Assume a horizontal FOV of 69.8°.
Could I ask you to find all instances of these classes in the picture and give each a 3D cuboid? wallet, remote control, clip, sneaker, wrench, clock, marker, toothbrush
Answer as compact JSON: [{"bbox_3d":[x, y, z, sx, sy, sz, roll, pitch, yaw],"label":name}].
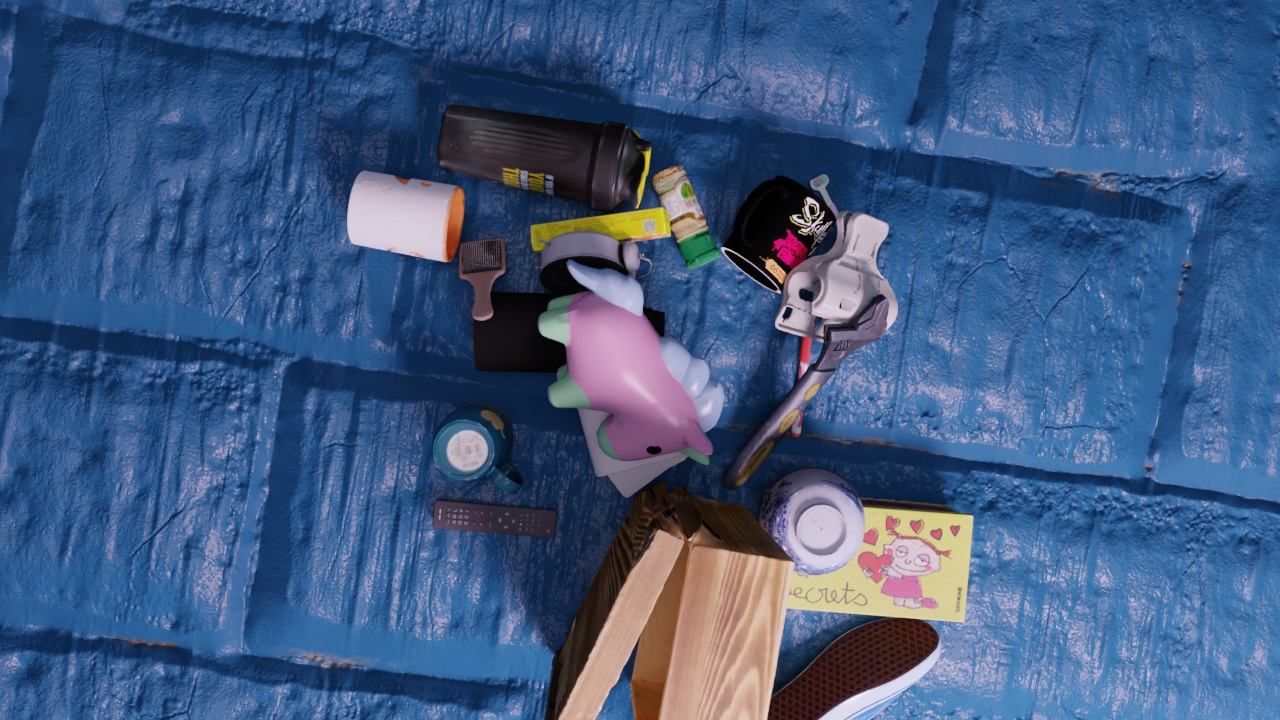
[{"bbox_3d":[0.002,0.083,0.990,0.118,0.037,0.115,-15,92,2],"label":"wallet"},{"bbox_3d":[-0.162,0.177,1.026,0.136,0.015,0.032,6,91,-5],"label":"remote control"},{"bbox_3d":[0.226,-0.080,0.972,0.126,0.101,0.152,12,114,-40],"label":"clip"},{"bbox_3d":[0.233,0.380,1.028,0.241,0.083,0.098,-31,126,-7],"label":"sneaker"},{"bbox_3d":[0.174,0.037,0.990,0.073,0.022,0.274,18,116,-41],"label":"wrench"},{"bbox_3d":[-0.049,-0.102,0.985,0.122,0.095,0.035,1,68,-9],"label":"clock"},{"bbox_3d":[0.183,0.016,1.036,0.013,0.013,0.142,6,91,-2],"label":"marker"},{"bbox_3d":[0.233,-0.137,1.032,0.022,0.015,0.155,-27,92,0],"label":"toothbrush"}]

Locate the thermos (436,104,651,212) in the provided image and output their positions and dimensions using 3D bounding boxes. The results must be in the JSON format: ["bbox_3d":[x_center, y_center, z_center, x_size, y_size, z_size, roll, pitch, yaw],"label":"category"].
[{"bbox_3d":[-0.101,-0.221,0.986,0.221,0.098,0.098,11,91,4],"label":"thermos"}]

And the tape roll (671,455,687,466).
[{"bbox_3d":[0.019,0.072,1.024,0.094,0.027,0.094,0,91,-2],"label":"tape roll"}]

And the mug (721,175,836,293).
[{"bbox_3d":[0.141,-0.143,0.982,0.082,0.118,0.098,37,90,37],"label":"mug"}]

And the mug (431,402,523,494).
[{"bbox_3d":[-0.170,0.100,0.980,0.112,0.104,0.084,43,89,-2],"label":"mug"}]

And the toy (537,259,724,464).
[{"bbox_3d":[-0.006,0.005,0.904,0.171,0.120,0.222,-2,112,10],"label":"toy"}]

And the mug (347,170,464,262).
[{"bbox_3d":[-0.249,-0.155,0.982,0.105,0.082,0.082,10,91,-2],"label":"mug"}]

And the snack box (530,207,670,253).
[{"bbox_3d":[-0.043,-0.140,0.995,0.148,0.040,0.029,-6,91,12],"label":"snack box"}]

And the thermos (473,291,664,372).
[{"bbox_3d":[-0.074,-0.029,0.989,0.198,0.086,0.086,1,91,-2],"label":"thermos"}]

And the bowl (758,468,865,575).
[{"bbox_3d":[0.182,0.171,0.949,0.114,0.045,0.114,0,91,-1],"label":"bowl"}]

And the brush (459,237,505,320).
[{"bbox_3d":[-0.168,-0.091,0.972,0.050,0.135,0.015,-8,133,-3],"label":"brush"}]

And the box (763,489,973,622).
[{"bbox_3d":[0.241,0.213,1.010,0.221,0.079,0.124,7,91,-3],"label":"box"}]

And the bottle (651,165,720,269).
[{"bbox_3d":[0.050,-0.158,1.013,0.043,0.043,0.111,-23,91,-1],"label":"bottle"}]

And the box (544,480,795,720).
[{"bbox_3d":[0.021,0.250,0.904,0.192,0.279,0.251,12,90,-1],"label":"box"}]
